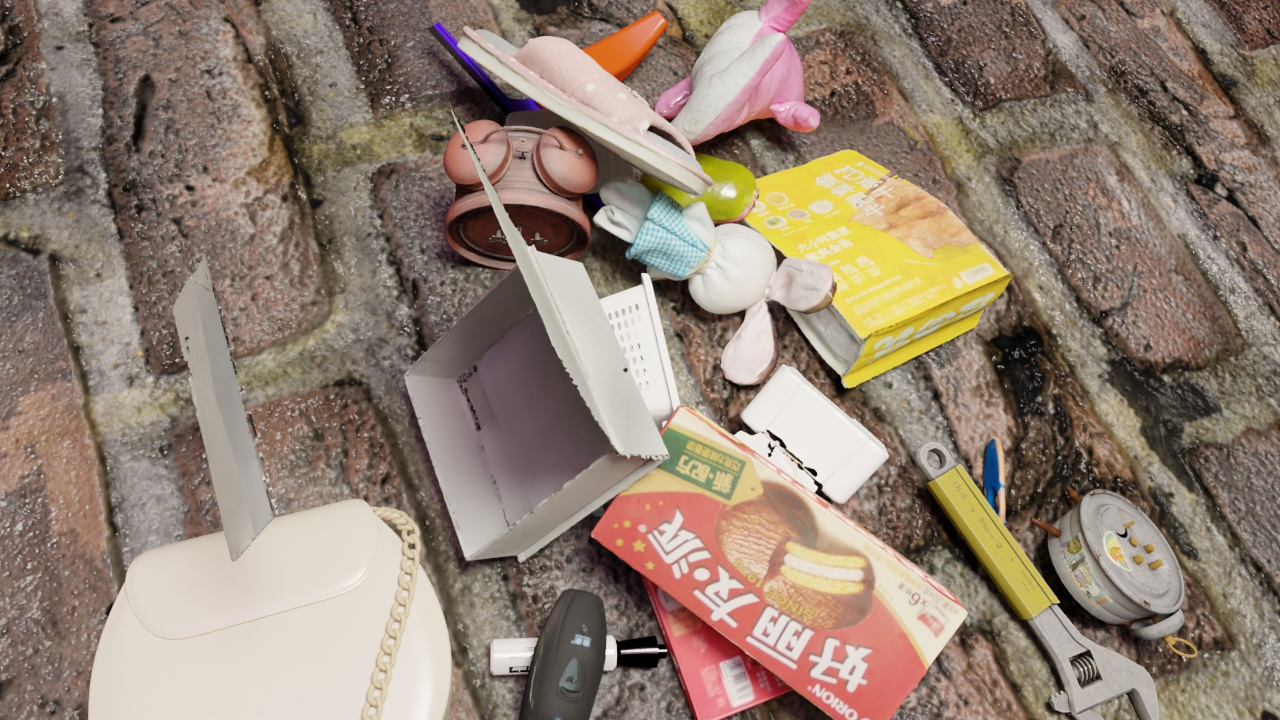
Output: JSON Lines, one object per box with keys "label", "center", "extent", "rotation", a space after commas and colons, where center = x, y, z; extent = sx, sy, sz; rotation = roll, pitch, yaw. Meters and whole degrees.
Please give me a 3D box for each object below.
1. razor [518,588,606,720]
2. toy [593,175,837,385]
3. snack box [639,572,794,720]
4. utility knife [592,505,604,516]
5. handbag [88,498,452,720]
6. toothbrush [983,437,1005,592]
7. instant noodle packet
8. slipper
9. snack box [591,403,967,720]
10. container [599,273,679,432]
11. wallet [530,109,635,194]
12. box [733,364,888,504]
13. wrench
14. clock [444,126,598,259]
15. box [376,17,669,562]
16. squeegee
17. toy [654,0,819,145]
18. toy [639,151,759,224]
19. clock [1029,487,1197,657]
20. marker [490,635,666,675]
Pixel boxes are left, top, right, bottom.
{"label": "razor", "center": [-0.050, 0.221, 0.606], "extent": [0.053, 0.064, 0.140], "rotation": [20, 64, -17]}
{"label": "toy", "center": [0.050, -0.085, 0.780], "extent": [0.205, 0.131, 0.105], "rotation": [32, 24, -6]}
{"label": "snack box", "center": [0.059, 0.192, 0.686], "extent": [0.089, 0.021, 0.133], "rotation": [-15, 68, -17]}
{"label": "utility knife", "center": [-0.049, 0.068, 0.722], "extent": [0.022, 0.015, 0.128], "rotation": [-29, 59, 12]}
{"label": "handbag", "center": [-0.229, 0.201, 0.586], "extent": [0.210, 0.104, 0.208], "rotation": [-13, 63, -17]}
{"label": "toothbrush", "center": [0.297, 0.127, 0.762], "extent": [0.017, 0.022, 0.134], "rotation": [13, 64, -21]}
{"label": "instant noodle packet", "center": [0.194, -0.103, 0.833], "extent": [0.162, 0.084, 0.221], "rotation": [-23, 59, -19]}
{"label": "slipper", "center": [-0.045, -0.216, 0.746], "extent": [0.274, 0.114, 0.054], "rotation": [37, 99, 25]}
{"label": "snack box", "center": [0.093, 0.143, 0.642], "extent": [0.236, 0.060, 0.113], "rotation": [36, 95, 8]}
{"label": "container", "center": [-0.004, 0.004, 0.738], "extent": [0.049, 0.081, 0.129], "rotation": [-11, 66, -3]}
{"label": "wallet", "center": [-0.063, -0.188, 0.823], "extent": [0.116, 0.032, 0.086], "rotation": [-11, 85, 0]}
{"label": "box", "center": [0.109, 0.087, 0.713], "extent": [0.109, 0.124, 0.137], "rotation": [39, 99, 10]}
{"label": "wrench", "center": [0.306, 0.179, 0.723], "extent": [0.083, 0.018, 0.273], "rotation": [-29, 79, -20]}
{"label": "clock", "center": [-0.097, -0.137, 0.745], "extent": [0.120, 0.158, 0.072], "rotation": [3, 69, -9]}
{"label": "box", "center": [-0.067, -0.011, 0.565], "extent": [0.150, 0.370, 0.166], "rotation": [-18, 65, -18]}
{"label": "squeegee", "center": [-0.048, -0.272, 0.875], "extent": [0.184, 0.055, 0.249], "rotation": [-41, 86, -11]}
{"label": "toy", "center": [0.107, -0.251, 0.847], "extent": [0.128, 0.187, 0.264], "rotation": [45, 34, -10]}
{"label": "toy", "center": [0.051, -0.151, 0.826], "extent": [0.110, 0.051, 0.089], "rotation": [9, 55, 22]}
{"label": "clock", "center": [0.383, 0.167, 0.722], "extent": [0.103, 0.056, 0.148], "rotation": [-17, 67, -42]}
{"label": "marker", "center": [-0.044, 0.210, 0.657], "extent": [0.126, 0.025, 0.025], "rotation": [1, 64, -10]}
